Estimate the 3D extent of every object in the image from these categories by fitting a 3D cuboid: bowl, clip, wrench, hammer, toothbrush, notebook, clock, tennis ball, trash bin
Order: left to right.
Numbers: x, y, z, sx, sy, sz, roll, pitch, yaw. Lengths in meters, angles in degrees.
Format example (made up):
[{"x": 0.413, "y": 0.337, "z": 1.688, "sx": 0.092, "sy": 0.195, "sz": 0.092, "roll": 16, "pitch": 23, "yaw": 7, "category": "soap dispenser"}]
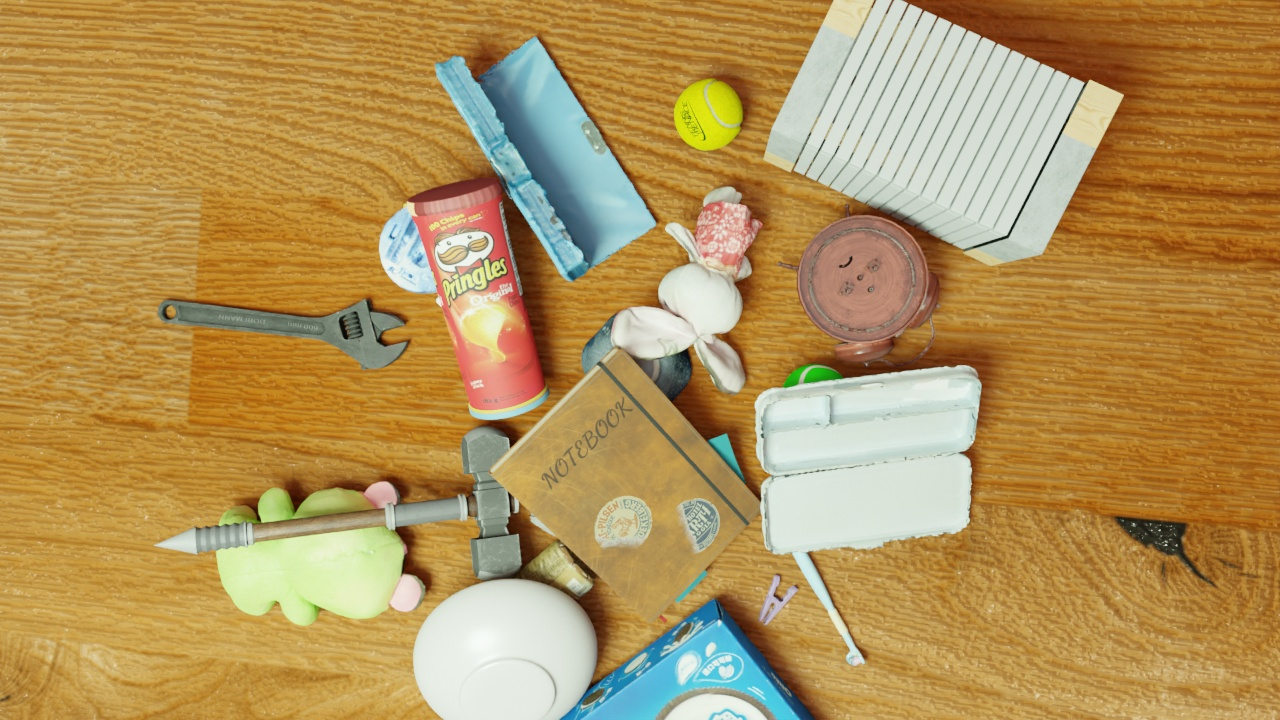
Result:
[{"x": -0.373, "y": -0.037, "z": 0.955, "sx": 0.273, "sy": 0.018, "sz": 0.073, "roll": 6, "pitch": 93, "yaw": 6, "category": "wrench"}, {"x": -0.275, "y": 0.152, "z": 0.866, "sx": 0.321, "sy": 0.043, "sz": 0.156, "roll": -4, "pitch": 83, "yaw": -20, "category": "hammer"}, {"x": -0.198, "y": -0.103, "z": 0.918, "sx": 0.125, "sy": 0.052, "sz": 0.089, "roll": 31, "pitch": 94, "yaw": 3, "category": "clock"}, {"x": -0.126, "y": 0.296, "z": 0.867, "sx": 0.176, "sy": 0.066, "sz": 0.177, "roll": -3, "pitch": 115, "yaw": -8, "category": "bowl"}, {"x": -0.005, "y": 0.005, "z": 0.904, "sx": 0.110, "sy": 0.055, "sz": 0.110, "roll": 0, "pitch": 93, "yaw": 4, "category": "bowl"}, {"x": 0.005, "y": 0.122, "z": 0.868, "sx": 0.178, "sy": 0.014, "sz": 0.249, "roll": -45, "pitch": 114, "yaw": -6, "category": "notebook"}, {"x": 0.066, "y": -0.236, "z": 0.881, "sx": 0.065, "sy": 0.065, "sz": 0.065, "roll": 0, "pitch": 92, "yaw": 5, "category": "tennis ball"}, {"x": 0.133, "y": 0.237, "z": 0.923, "sx": 0.051, "sy": 0.014, "sz": 0.043, "roll": -34, "pitch": 89, "yaw": 3, "category": "clip"}, {"x": 0.168, "y": 0.036, "z": 0.884, "sx": 0.065, "sy": 0.065, "sz": 0.065, "roll": 0, "pitch": 92, "yaw": 5, "category": "tennis ball"}, {"x": 0.181, "y": 0.235, "z": 0.916, "sx": 0.016, "sy": 0.022, "sz": 0.155, "roll": -28, "pitch": 90, "yaw": -37, "category": "toothbrush"}, {"x": 0.215, "y": -0.063, "z": 0.872, "sx": 0.120, "sy": 0.072, "sz": 0.157, "roll": -41, "pitch": 88, "yaw": 5, "category": "clock"}, {"x": 0.257, "y": -0.207, "z": 0.826, "sx": 0.247, "sy": 0.142, "sz": 0.142, "roll": 26, "pitch": 94, "yaw": 4, "category": "trash bin"}]

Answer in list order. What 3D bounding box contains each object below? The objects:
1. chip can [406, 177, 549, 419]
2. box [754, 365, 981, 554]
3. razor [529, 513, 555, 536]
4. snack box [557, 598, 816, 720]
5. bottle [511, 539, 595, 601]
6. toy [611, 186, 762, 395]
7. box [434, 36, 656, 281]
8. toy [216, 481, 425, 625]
[{"x": -0.149, "y": -0.057, "z": 0.866, "sx": 0.087, "sy": 0.087, "sz": 0.213, "roll": -10, "pitch": 112, "yaw": 5, "category": "chip can"}, {"x": 0.214, "y": 0.096, "z": 0.866, "sx": 0.209, "sy": 0.045, "sz": 0.191, "roll": -9, "pitch": 117, "yaw": 0, "category": "box"}, {"x": -0.078, "y": 0.114, "z": 0.914, "sx": 0.047, "sy": 0.088, "sz": 0.116, "roll": 1, "pitch": 73, "yaw": 5, "category": "razor"}, {"x": 0.043, "y": 0.384, "z": 0.906, "sx": 0.239, "sy": 0.056, "sz": 0.195, "roll": -38, "pitch": 95, "yaw": 6, "category": "snack box"}, {"x": -0.124, "y": 0.252, "z": 0.916, "sx": 0.166, "sy": 0.059, "sz": 0.059, "roll": -41, "pitch": 88, "yaw": 1, "category": "bottle"}, {"x": 0.061, "y": -0.075, "z": 0.876, "sx": 0.159, "sy": 0.084, "sz": 0.194, "roll": 17, "pitch": 84, "yaw": -29, "category": "toy"}, {"x": -0.087, "y": -0.202, "z": 0.887, "sx": 0.111, "sy": 0.094, "sz": 0.231, "roll": -32, "pitch": 89, "yaw": 1, "category": "box"}, {"x": -0.331, "y": 0.197, "z": 0.921, "sx": 0.197, "sy": 0.107, "sz": 0.150, "roll": -12, "pitch": 88, "yaw": 13, "category": "toy"}]
